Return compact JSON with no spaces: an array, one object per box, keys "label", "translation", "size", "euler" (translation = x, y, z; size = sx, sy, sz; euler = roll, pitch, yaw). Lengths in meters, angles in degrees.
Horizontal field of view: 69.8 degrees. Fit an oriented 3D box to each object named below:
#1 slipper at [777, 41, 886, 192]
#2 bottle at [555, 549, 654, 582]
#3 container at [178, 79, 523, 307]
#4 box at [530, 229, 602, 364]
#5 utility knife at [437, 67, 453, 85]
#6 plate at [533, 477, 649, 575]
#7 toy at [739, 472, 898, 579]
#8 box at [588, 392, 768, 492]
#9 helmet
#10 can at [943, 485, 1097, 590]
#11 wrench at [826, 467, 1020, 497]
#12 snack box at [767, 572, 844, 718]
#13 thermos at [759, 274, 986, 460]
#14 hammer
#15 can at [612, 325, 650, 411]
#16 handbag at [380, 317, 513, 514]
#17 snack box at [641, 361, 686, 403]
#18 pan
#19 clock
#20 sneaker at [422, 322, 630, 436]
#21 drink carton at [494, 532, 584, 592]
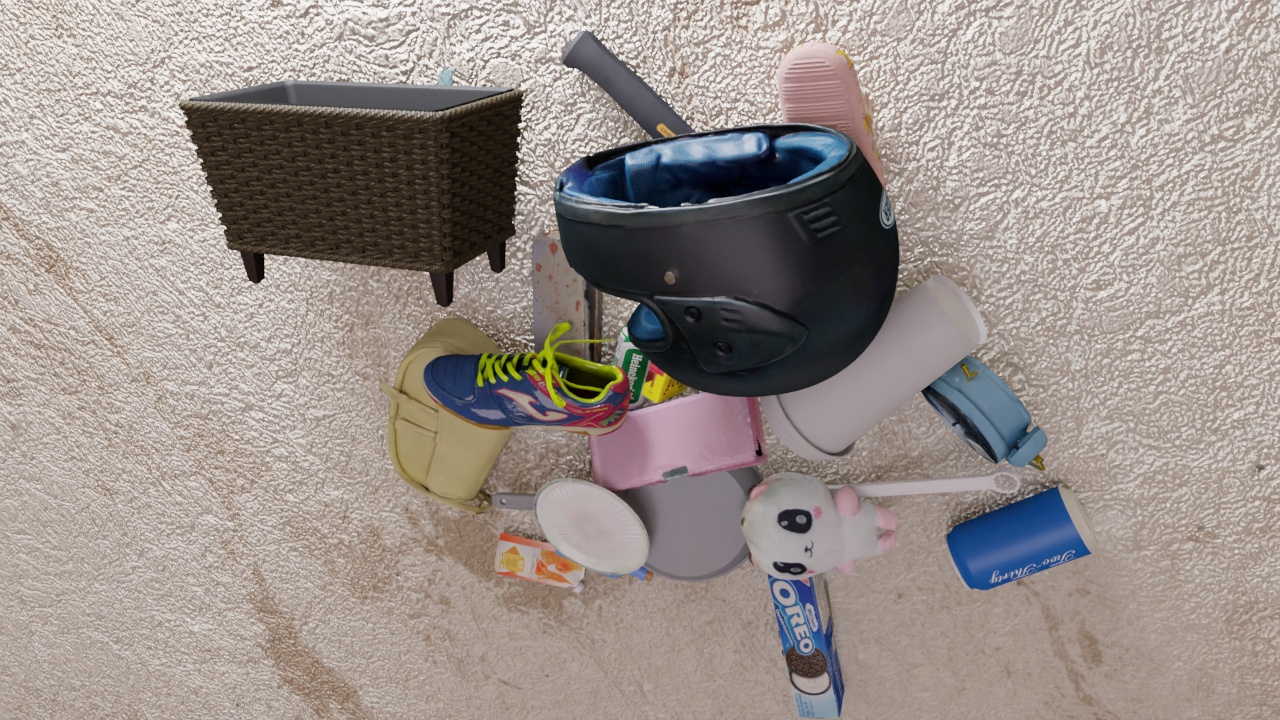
[{"label":"slipper","translation":[0.195,-0.236,0.922],"size":[0.093,0.081,0.197],"euler":[1,136,33]},{"label":"bottle","translation":[-0.044,0.257,1.206],"size":[0.131,0.048,0.048],"euler":[22,116,6]},{"label":"container","translation":[-0.303,-0.190,1.015],"size":[0.321,0.176,0.205],"euler":[8,116,19]},{"label":"box","translation":[-0.086,-0.047,1.096],"size":[0.081,0.062,0.216],"euler":[8,113,17]},{"label":"utility knife","translation":[-0.232,-0.235,1.076],"size":[0.029,0.020,0.213],"euler":[14,116,10]},{"label":"plate","translation":[-0.059,0.201,1.121],"size":[0.157,0.014,0.157],"euler":[14,130,18]},{"label":"toy","translation":[0.206,0.193,1.065],"size":[0.180,0.101,0.139],"euler":[3,114,10]},{"label":"box","translation":[0.037,0.092,1.050],"size":[0.233,0.037,0.098],"euler":[-19,72,37]},{"label":"helmet","translation":[0.086,-0.083,0.885],"size":[0.317,0.248,0.236],"euler":[-2,123,18]},{"label":"can","translation":[0.426,0.201,1.031],"size":[0.146,0.078,0.079],"euler":[-28,101,24]},{"label":"wrench","translation":[0.290,0.145,1.043],"size":[0.274,0.009,0.047],"euler":[-11,118,37]},{"label":"snack box","translation":[0.212,0.347,1.165],"size":[0.059,0.059,0.226],"euler":[-5,110,22]},{"label":"thermos","translation":[0.241,0.007,0.958],"size":[0.131,0.131,0.223],"euler":[46,127,-6]},{"label":"hammer","translation":[0.040,-0.233,0.992],"size":[0.312,0.035,0.140],"euler":[41,115,-3]},{"label":"can","translation":[-0.006,0.006,1.090],"size":[0.053,0.053,0.101],"euler":[18,115,8]},{"label":"handbag","translation":[-0.237,0.077,1.168],"size":[0.191,0.088,0.233],"euler":[30,116,-1]},{"label":"snack box","translation":[0.046,-0.025,1.056],"size":[0.026,0.061,0.149],"euler":[30,118,27]},{"label":"pan","translation":[-0.019,0.186,1.150],"size":[0.357,0.050,0.201],"euler":[0,102,8]},{"label":"clock","translation":[0.365,0.062,0.974],"size":[0.060,0.118,0.162],"euler":[-42,101,3]},{"label":"sneaker","translation":[-0.130,0.016,1.042],"size":[0.242,0.116,0.091],"euler":[8,141,2]},{"label":"drink carton","translation":[-0.134,0.276,1.251],"size":[0.122,0.038,0.069],"euler":[10,113,5]}]
